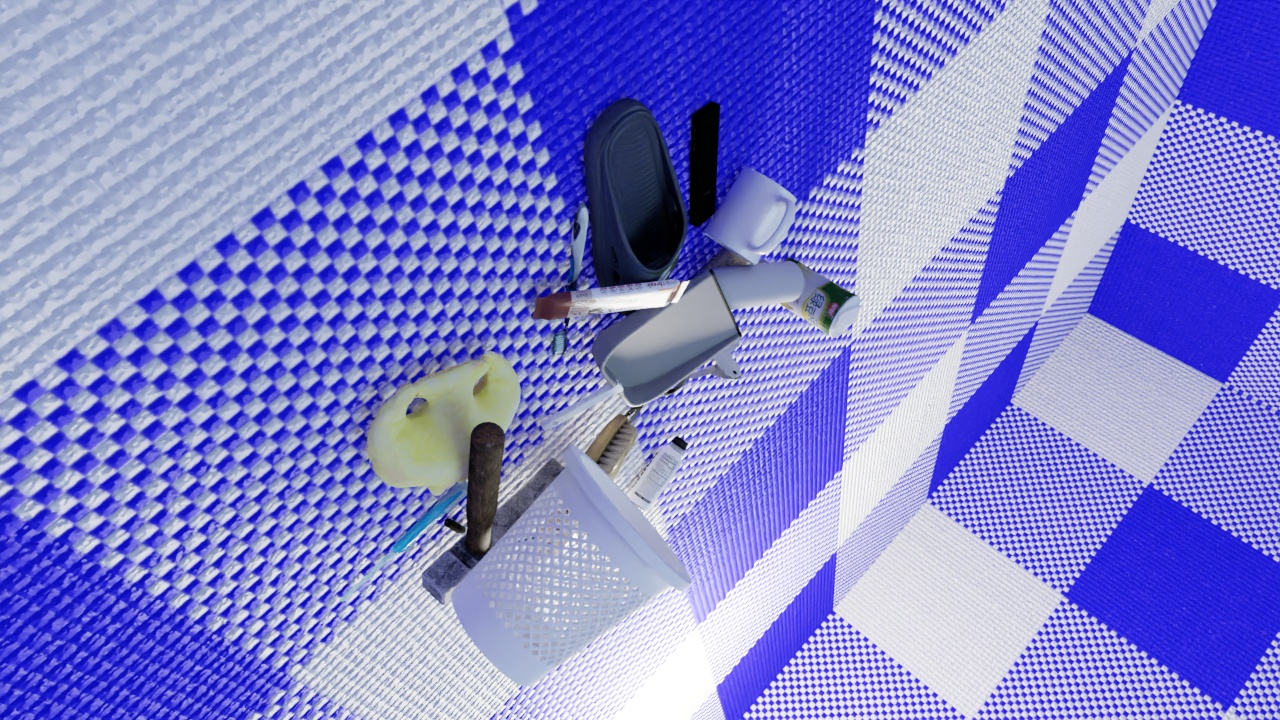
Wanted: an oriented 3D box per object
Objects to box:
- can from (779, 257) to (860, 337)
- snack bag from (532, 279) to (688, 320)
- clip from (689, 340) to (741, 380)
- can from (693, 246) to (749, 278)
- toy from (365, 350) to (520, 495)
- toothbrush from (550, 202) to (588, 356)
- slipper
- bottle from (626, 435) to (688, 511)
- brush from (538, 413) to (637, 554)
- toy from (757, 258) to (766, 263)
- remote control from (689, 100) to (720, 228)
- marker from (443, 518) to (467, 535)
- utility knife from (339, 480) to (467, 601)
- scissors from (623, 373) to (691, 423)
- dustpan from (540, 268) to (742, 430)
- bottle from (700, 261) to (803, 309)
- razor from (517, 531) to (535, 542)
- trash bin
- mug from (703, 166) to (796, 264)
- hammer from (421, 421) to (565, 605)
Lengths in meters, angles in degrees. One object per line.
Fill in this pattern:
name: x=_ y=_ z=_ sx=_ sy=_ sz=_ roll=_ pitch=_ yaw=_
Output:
can: x=0.245 y=-0.089 z=1.297 sx=0.067 sy=0.121 sz=0.067 roll=-36 pitch=147 yaw=-29
snack bag: x=-0.031 y=-0.061 z=0.944 sx=0.157 sy=0.013 sz=0.057 roll=-8 pitch=163 yaw=-15
clip: x=0.113 y=0.004 z=1.293 sx=0.101 sy=0.052 sz=0.058 roll=-21 pitch=98 yaw=-45
can: x=0.100 y=-0.111 z=1.147 sx=0.079 sy=0.038 sz=0.038 roll=-47 pitch=151 yaw=-12
toy: x=-0.189 y=0.066 z=0.890 sx=0.170 sy=0.064 sz=0.155 roll=-26 pitch=140 yaw=-37
toothbrush: x=-0.074 y=-0.079 z=0.951 sx=0.017 sy=0.016 sz=0.189 roll=-17 pitch=136 yaw=-34
slipper: x=0.011 y=-0.141 z=0.941 sx=0.110 sy=0.083 sz=0.268 roll=-42 pitch=148 yaw=-23
bottle: x=0.028 y=0.162 z=1.335 sx=0.116 sy=0.041 sz=0.041 roll=-55 pitch=151 yaw=2
brush: x=-0.065 y=0.153 z=1.109 sx=0.195 sy=0.043 sz=0.059 roll=-58 pitch=167 yaw=-5
toy: x=0.126 y=-0.112 z=1.194 sx=0.111 sy=0.030 sz=0.049 roll=-36 pitch=132 yaw=-19
remote control: x=0.070 y=-0.214 z=1.016 sx=0.034 sy=0.013 sz=0.150 roll=-41 pitch=149 yaw=-29
marker: x=-0.197 y=0.211 z=1.090 sx=0.011 sy=0.011 sz=0.152 roll=-49 pitch=151 yaw=-9
utility knife: x=-0.252 y=0.193 z=0.984 sx=0.178 sy=0.015 sz=0.022 roll=-43 pitch=149 yaw=-21
scissors: x=0.016 y=0.042 z=1.216 sx=0.165 sy=0.012 sz=0.158 roll=-17 pitch=133 yaw=-47
dustpan: x=-0.006 y=0.006 z=1.066 sx=0.258 sy=0.033 sz=0.163 roll=-29 pitch=151 yaw=4
bottle: x=0.111 y=-0.087 z=1.102 sx=0.194 sy=0.052 sz=0.053 roll=-9 pitch=130 yaw=-37
razor: x=-0.128 y=0.226 z=1.196 sx=0.143 sy=0.022 sz=0.042 roll=-4 pitch=123 yaw=-54
trash bin: x=-0.084 y=0.231 z=0.989 sx=0.199 sy=0.195 sz=0.195 roll=-42 pitch=151 yaw=-1
mug: x=0.137 y=-0.164 z=1.072 sx=0.073 sy=0.110 sz=0.090 roll=28 pitch=98 yaw=-33
hammer: x=-0.139 y=0.123 z=0.961 sx=0.217 sy=0.037 sz=0.301 roll=-43 pitch=165 yaw=-31
